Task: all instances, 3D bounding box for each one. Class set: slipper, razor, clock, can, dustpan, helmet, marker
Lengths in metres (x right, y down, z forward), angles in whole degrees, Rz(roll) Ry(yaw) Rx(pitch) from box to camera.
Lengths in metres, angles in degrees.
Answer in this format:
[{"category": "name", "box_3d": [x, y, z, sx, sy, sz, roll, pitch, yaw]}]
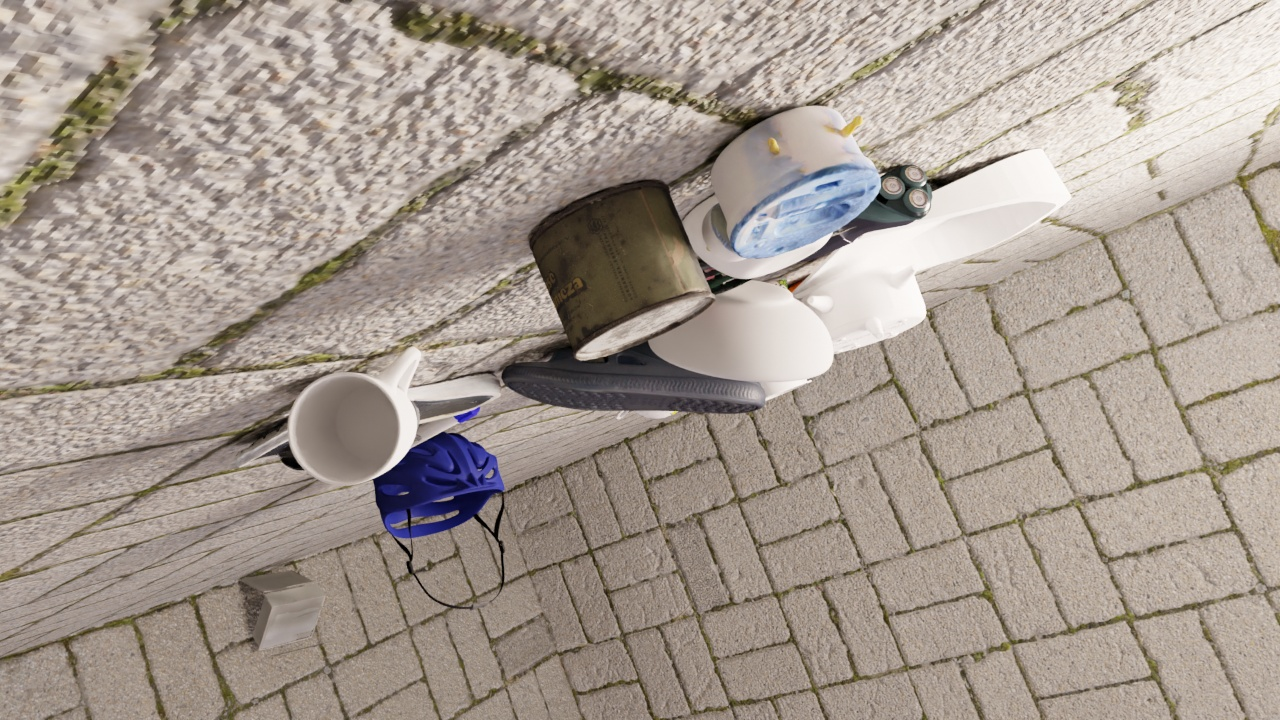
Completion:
[{"category": "slipper", "box_3d": [-0.005, 0.005, 0.928, 0.268, 0.083, 0.111, 5, 168, -2]}, {"category": "razor", "box_3d": [0.170, -0.114, 0.757, 0.052, 0.047, 0.143, 17, 151, -38]}, {"category": "clock", "box_3d": [0.234, -0.044, 0.965, 0.125, 0.073, 0.161, -17, 169, 6]}, {"category": "can", "box_3d": [-0.011, -0.052, 0.539, 0.090, 0.074, 0.090, -22, 172, -3]}, {"category": "dustpan", "box_3d": [0.298, -0.123, 0.912, 0.257, 0.053, 0.192, -25, 171, -14]}, {"category": "slipper", "box_3d": [-0.235, 0.068, 0.852, 0.111, 0.063, 0.263, -27, 174, 39]}, {"category": "helmet", "box_3d": [-0.250, 0.203, 1.163, 0.147, 0.227, 0.242, -6, 168, -37]}, {"category": "clock", "box_3d": [0.082, -0.093, 0.529, 0.088, 0.052, 0.126, -17, 163, -17]}, {"category": "marker", "box_3d": [-0.238, 0.077, 1.075, 0.142, 0.020, 0.020, -27, 172, 37]}]

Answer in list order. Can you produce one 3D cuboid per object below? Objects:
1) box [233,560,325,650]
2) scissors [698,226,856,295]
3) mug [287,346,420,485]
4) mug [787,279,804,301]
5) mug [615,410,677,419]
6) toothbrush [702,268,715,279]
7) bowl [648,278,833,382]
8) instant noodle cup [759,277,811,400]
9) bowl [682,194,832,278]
[{"category": "box", "box_3d": [-1.064, 0.685, 2.675, 0.166, 0.232, 0.169, 0, 122, -49]}, {"category": "scissors", "box_3d": [0.068, -0.077, 0.729, 0.137, 0.015, 0.210, -2, 168, -40]}, {"category": "mug", "box_3d": [-0.202, 0.037, 0.696, 0.114, 0.081, 0.087, -52, -179, -2]}, {"category": "mug", "box_3d": [0.211, -0.068, 1.150, 0.096, 0.077, 0.112, -26, -160, 33]}, {"category": "mug", "box_3d": [0.011, 0.033, 1.151, 0.115, 0.094, 0.068, -44, 172, -2]}, {"category": "toothbrush", "box_3d": [0.076, -0.088, 0.769, 0.021, 0.016, 0.135, -9, 168, -23]}, {"category": "bowl", "box_3d": [0.098, -0.038, 0.874, 0.176, 0.066, 0.176, 4, -162, -2]}, {"category": "instant noodle cup", "box_3d": [0.136, -0.016, 1.068, 0.123, 0.121, 0.124, -21, 173, -3]}, {"category": "bowl", "box_3d": [0.090, -0.091, 0.636, 0.114, 0.050, 0.115, -21, 173, -3]}]
